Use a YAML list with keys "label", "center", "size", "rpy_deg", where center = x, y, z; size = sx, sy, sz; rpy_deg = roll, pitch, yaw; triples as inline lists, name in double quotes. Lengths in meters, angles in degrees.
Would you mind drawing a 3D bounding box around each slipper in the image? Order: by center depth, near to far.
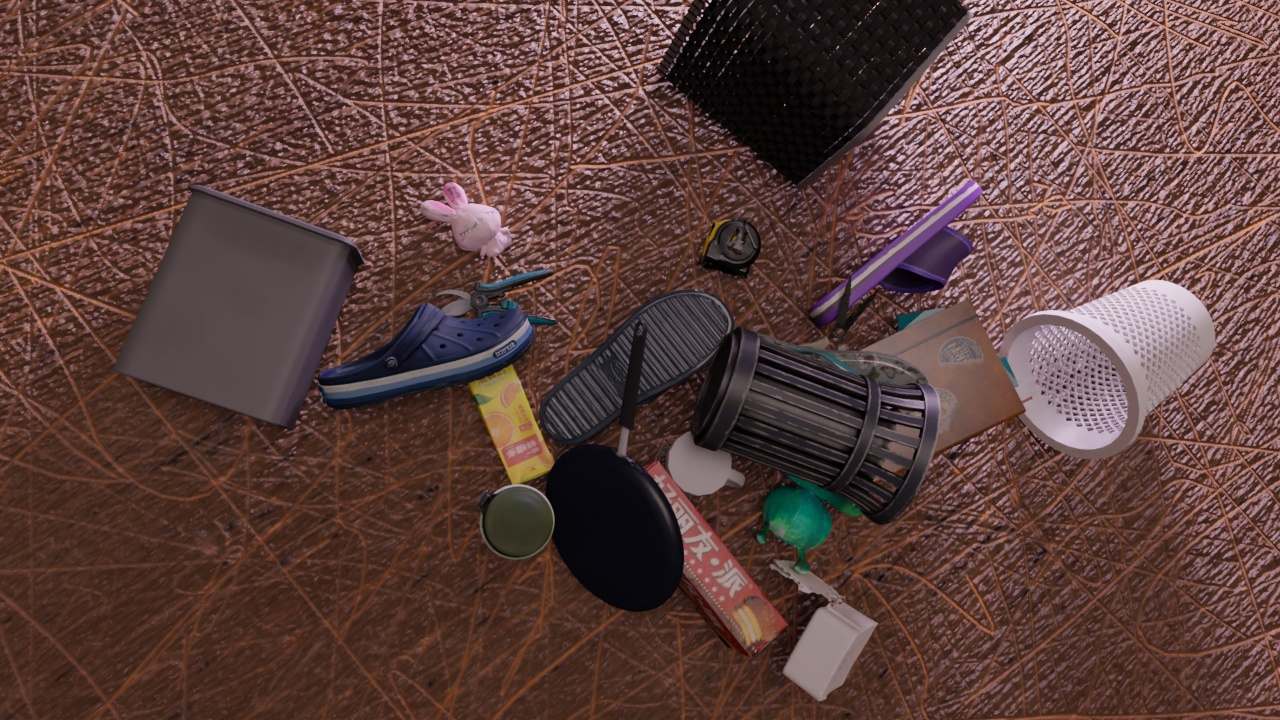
- label: "slipper"
  center: [-0.247, -0.015, 1.049]
  size: [0.252, 0.105, 0.095]
  rpy_deg: [-18, 103, -9]
- label: "slipper"
  center: [-0.007, 0.006, 1.112]
  size: [0.264, 0.082, 0.101]
  rpy_deg: [-35, 87, 6]
- label: "slipper"
  center: [0.214, 0.029, 1.120]
  size: [0.269, 0.054, 0.098]
  rpy_deg: [12, 117, 8]
- label: "slipper"
  center: [0.342, -0.112, 1.172]
  size: [0.266, 0.107, 0.084]
  rpy_deg: [-38, 87, -7]

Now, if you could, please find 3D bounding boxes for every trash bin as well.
- label: "trash bin"
  center: [0.184, 0.064, 1.012]
  size: [0.227, 0.164, 0.164]
  rpy_deg: [20, 78, -4]
- label: "trash bin"
  center: [-0.445, -0.056, 1.032]
  size: [0.192, 0.098, 0.219]
  rpy_deg: [20, 79, -6]
- label: "trash bin"
  center: [0.605, -0.005, 1.168]
  size: [0.199, 0.196, 0.195]
  rpy_deg: [-25, 85, -23]

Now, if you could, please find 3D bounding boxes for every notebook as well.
- label: "notebook"
  center: [0.355, 0.032, 1.173]
  size: [0.249, 0.014, 0.178]
  rpy_deg: [-25, 86, -2]

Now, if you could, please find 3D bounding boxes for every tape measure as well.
- label: "tape measure"
  center: [0.117, -0.145, 1.172]
  size: [0.071, 0.042, 0.072]
  rpy_deg: [17, 75, -3]

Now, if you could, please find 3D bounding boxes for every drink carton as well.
- label: "drink carton"
  center: [-0.152, 0.078, 1.088]
  size: [0.058, 0.043, 0.134]
  rpy_deg: [-23, 84, -10]

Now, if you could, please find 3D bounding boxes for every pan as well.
- label: "pan"
  center: [-0.025, 0.119, 0.983]
  size: [0.199, 0.357, 0.021]
  rpy_deg: [27, 32, 31]

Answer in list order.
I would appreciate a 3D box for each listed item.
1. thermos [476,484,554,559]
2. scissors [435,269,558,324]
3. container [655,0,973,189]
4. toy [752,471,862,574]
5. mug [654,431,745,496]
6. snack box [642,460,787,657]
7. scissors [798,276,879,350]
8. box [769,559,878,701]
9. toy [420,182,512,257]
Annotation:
- label: "thermos"
  center: [-0.136, 0.170, 0.977]
  size: [0.082, 0.232, 0.082]
  rpy_deg: [1, 80, -9]
- label: "scissors"
  center: [-0.165, -0.076, 1.123]
  size: [0.156, 0.019, 0.124]
  rpy_deg: [33, 76, -4]
- label: "container"
  center: [0.209, -0.395, 1.129]
  size: [0.243, 0.246, 0.247]
  rpy_deg: [43, 76, -4]
- label: "toy"
  center: [0.208, 0.159, 1.115]
  size: [0.131, 0.072, 0.193]
  rpy_deg: [29, 73, 13]
- label: "mug"
  center: [0.074, 0.129, 1.092]
  size: [0.105, 0.090, 0.073]
  rpy_deg: [19, 78, -6]
- label: "snack box"
  center: [0.061, 0.228, 1.061]
  size: [0.060, 0.113, 0.236]
  rpy_deg: [-38, 89, -14]
- label: "scissors"
  center: [0.234, -0.018, 1.133]
  size: [0.162, 0.012, 0.158]
  rpy_deg: [-15, 108, 16]
- label: "box"
  center: [0.196, 0.301, 1.078]
  size: [0.137, 0.108, 0.128]
  rpy_deg: [29, 97, 25]
- label: "toy"
  center: [-0.210, -0.170, 1.118]
  size: [0.110, 0.047, 0.063]
  rpy_deg: [35, 68, 1]
